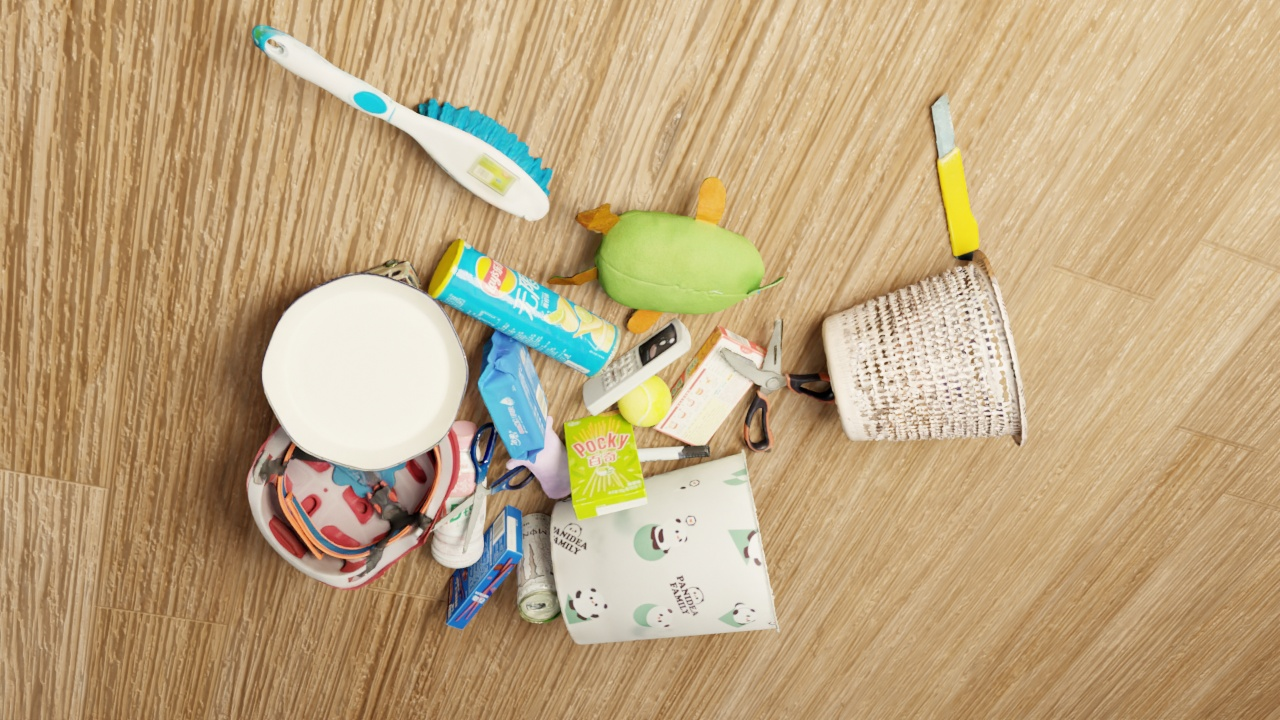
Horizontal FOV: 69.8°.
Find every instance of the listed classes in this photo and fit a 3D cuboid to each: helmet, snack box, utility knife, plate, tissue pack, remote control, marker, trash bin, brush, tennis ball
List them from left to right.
[{"bbox_3d":[-0.325,0.126,1.069,0.240,0.144,0.207,-42,106,-5],"label":"helmet"},{"bbox_3d":[-0.287,0.012,0.970,0.204,0.045,0.205,-1,94,-15],"label":"plate"},{"bbox_3d":[-0.210,-0.228,0.875,0.314,0.109,0.061,33,115,-26],"label":"brush"},{"bbox_3d":[-0.206,0.274,1.215,0.026,0.084,0.157,28,115,-24],"label":"snack box"},{"bbox_3d":[-0.149,0.037,1.065,0.052,0.094,0.157,-12,123,6],"label":"tissue pack"},{"bbox_3d":[-0.044,0.120,1.096,0.086,0.156,0.026,-13,125,0],"label":"snack box"},{"bbox_3d":[-0.006,0.006,1.087,0.150,0.058,0.021,-36,120,14],"label":"remote control"},{"bbox_3d":[0.005,0.048,1.112,0.065,0.065,0.066,-4,123,-6],"label":"tennis ball"},{"bbox_3d":[0.023,0.119,1.170,0.131,0.018,0.023,-5,152,11],"label":"marker"},{"bbox_3d":[0.031,0.247,1.160,0.252,0.229,0.230,-11,124,5],"label":"trash bin"},{"bbox_3d":[0.086,0.036,1.139,0.077,0.027,0.156,25,116,-23],"label":"snack box"},{"bbox_3d":[0.319,0.004,1.058,0.192,0.226,0.228,-13,124,14],"label":"trash bin"},{"bbox_3d":[0.354,-0.200,1.031,0.033,0.015,0.219,-20,126,6],"label":"utility knife"}]

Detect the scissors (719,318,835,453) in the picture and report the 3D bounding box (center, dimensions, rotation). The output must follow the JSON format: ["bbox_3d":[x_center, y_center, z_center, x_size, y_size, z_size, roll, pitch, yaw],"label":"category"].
[{"bbox_3d":[0.166,0.037,1.136,0.225,0.015,0.189,18,121,-32],"label":"scissors"}]

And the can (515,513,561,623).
[{"bbox_3d":[-0.132,0.265,1.182,0.058,0.146,0.058,-4,123,-7],"label":"can"}]

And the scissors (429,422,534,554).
[{"bbox_3d":[-0.190,0.154,1.126,0.162,0.012,0.176,-12,115,-45],"label":"scissors"}]

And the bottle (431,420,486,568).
[{"bbox_3d":[-0.227,0.168,1.157,0.068,0.068,0.197,3,118,-11],"label":"bottle"}]

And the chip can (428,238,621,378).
[{"bbox_3d":[-0.126,-0.055,1.022,0.210,0.071,0.071,28,115,-24],"label":"chip can"}]

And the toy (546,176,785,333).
[{"bbox_3d":[0.029,-0.107,1.000,0.246,0.089,0.228,9,139,-22],"label":"toy"}]

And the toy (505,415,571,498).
[{"bbox_3d":[-0.113,0.133,1.159,0.083,0.039,0.108,-47,128,-15],"label":"toy"}]

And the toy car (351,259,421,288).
[{"bbox_3d":[-0.289,-0.079,1.004,0.090,0.035,0.042,-16,122,5],"label":"toy car"}]
